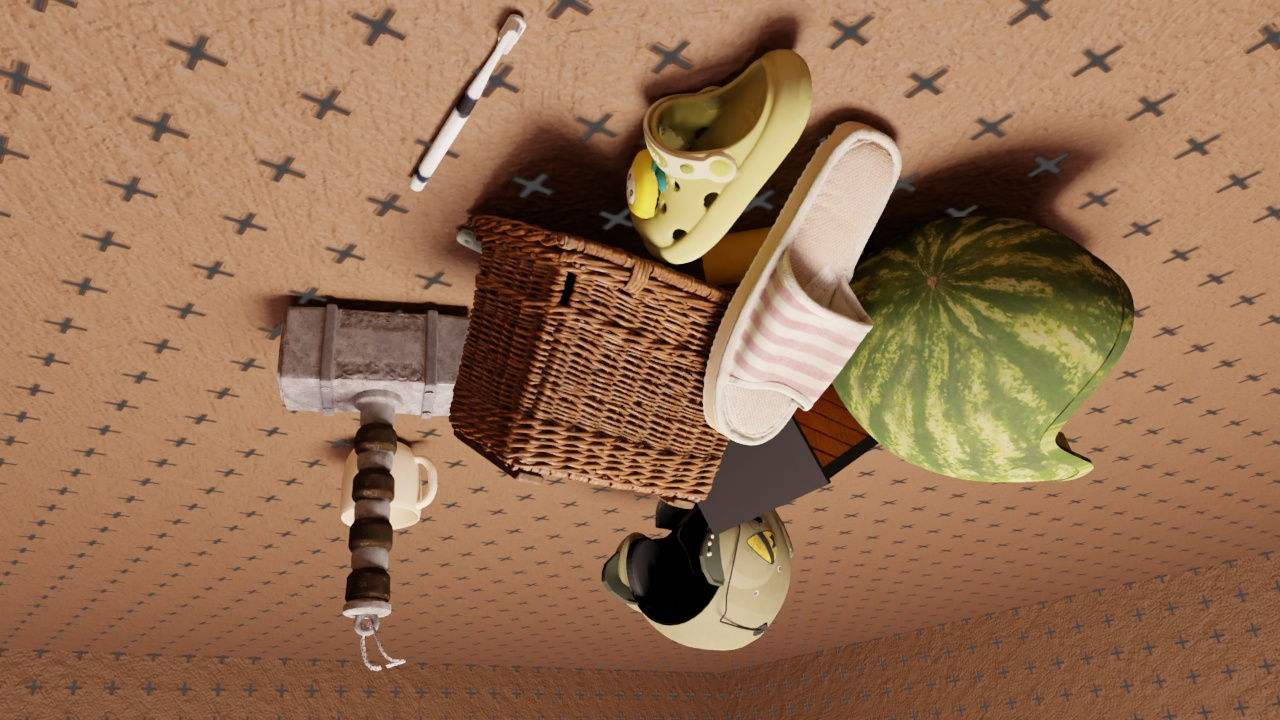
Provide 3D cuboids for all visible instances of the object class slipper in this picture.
[{"bbox_3d":[0.039,-0.141,0.635,0.081,0.091,0.191,13,146,-28],"label":"slipper"},{"bbox_3d":[0.133,-0.049,0.703,0.115,0.052,0.263,12,107,-37],"label":"slipper"}]

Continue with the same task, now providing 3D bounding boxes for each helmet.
[{"bbox_3d":[0.282,-0.012,0.791,0.244,0.212,0.247,4,157,26],"label":"helmet"},{"bbox_3d":[0.091,0.259,1.246,0.251,0.255,0.232,-25,144,38],"label":"helmet"}]

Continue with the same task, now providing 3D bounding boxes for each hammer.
[{"bbox_3d":[-0.239,0.106,0.819,0.176,0.325,0.080,3,153,-15],"label":"hammer"}]

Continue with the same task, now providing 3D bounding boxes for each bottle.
[{"bbox_3d":[0.126,-0.096,0.790,0.144,0.043,0.043,-9,154,8],"label":"bottle"}]

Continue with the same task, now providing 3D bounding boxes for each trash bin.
[{"bbox_3d":[0.134,0.059,0.910,0.140,0.139,0.171,-34,171,38],"label":"trash bin"}]

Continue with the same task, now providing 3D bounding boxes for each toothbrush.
[{"bbox_3d":[-0.124,-0.169,0.629,0.012,0.017,0.187,30,142,-19],"label":"toothbrush"},{"bbox_3d":[-0.098,-0.083,0.810,0.154,0.015,0.022,20,110,-42],"label":"toothbrush"}]

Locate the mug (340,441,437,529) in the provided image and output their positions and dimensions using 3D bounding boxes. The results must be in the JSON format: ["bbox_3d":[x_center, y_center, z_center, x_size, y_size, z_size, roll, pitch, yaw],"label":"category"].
[{"bbox_3d":[-0.315,0.150,1.157,0.120,0.099,0.096,-9,152,5],"label":"mug"}]

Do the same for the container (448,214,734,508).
[{"bbox_3d":[-0.029,0.007,0.754,0.249,0.183,0.162,17,-178,-37],"label":"container"}]
